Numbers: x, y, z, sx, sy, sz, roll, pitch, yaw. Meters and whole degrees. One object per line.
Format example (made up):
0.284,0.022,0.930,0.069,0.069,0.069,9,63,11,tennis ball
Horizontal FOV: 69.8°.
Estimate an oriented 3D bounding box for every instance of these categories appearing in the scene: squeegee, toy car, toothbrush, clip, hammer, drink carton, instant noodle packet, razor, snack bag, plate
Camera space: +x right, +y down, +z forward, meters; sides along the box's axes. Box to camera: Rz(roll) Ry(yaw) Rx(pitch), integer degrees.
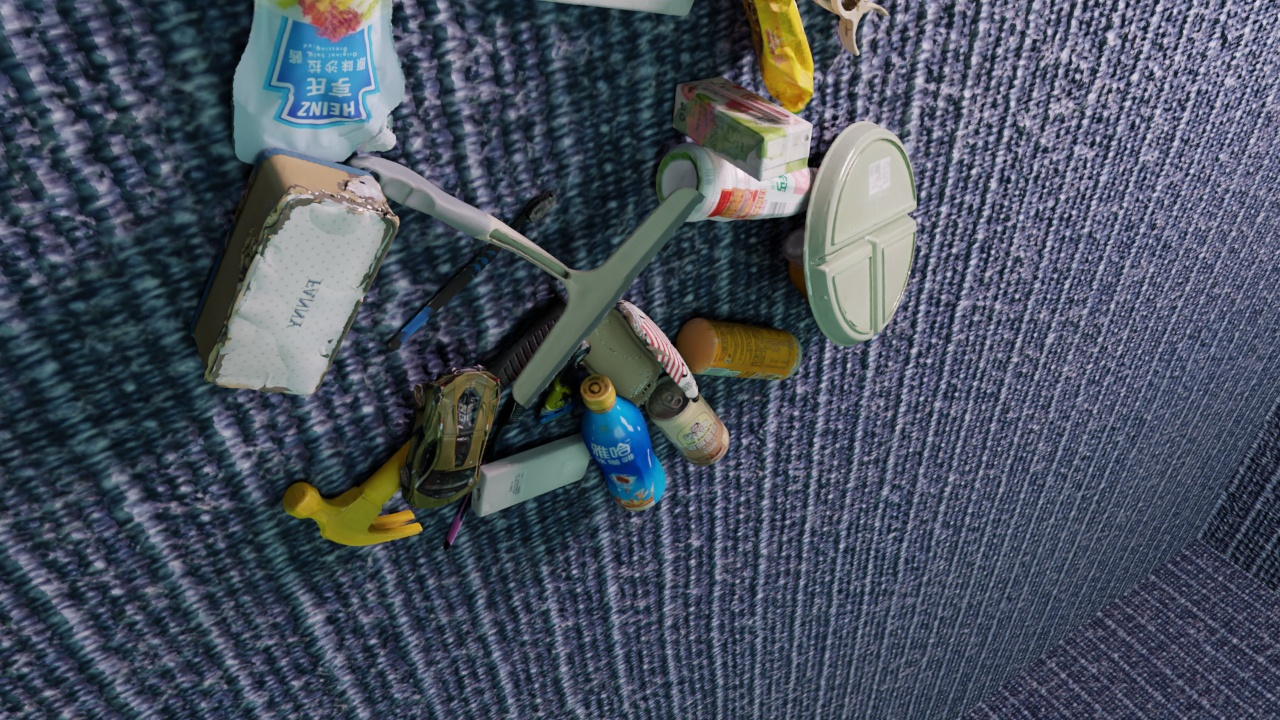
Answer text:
-0.119,-0.099,0.720,0.246,0.039,0.247,27,115,-34,squeegee
-0.163,0.070,0.788,0.070,0.042,0.158,-7,129,-35,toy car
-0.156,0.114,0.901,0.017,0.014,0.189,0,124,-51,toothbrush
0.183,-0.315,0.813,0.072,0.035,0.100,-55,147,11,clip
-0.170,0.054,0.823,0.300,0.033,0.129,-44,140,-1,hammer
0.082,-0.195,0.756,0.053,0.122,0.046,-20,132,-26,drink carton
0.105,-0.277,0.732,0.044,0.110,0.128,-12,145,17,instant noodle packet
-0.070,0.017,0.855,0.042,0.022,0.143,-27,162,-28,razor
-0.139,-0.073,0.757,0.189,0.016,0.014,-43,134,0,toothbrush
-0.199,-0.211,0.574,0.110,0.039,0.191,-17,134,-38,snack bag
0.232,-0.126,0.937,0.229,0.027,0.230,-17,111,-50,plate

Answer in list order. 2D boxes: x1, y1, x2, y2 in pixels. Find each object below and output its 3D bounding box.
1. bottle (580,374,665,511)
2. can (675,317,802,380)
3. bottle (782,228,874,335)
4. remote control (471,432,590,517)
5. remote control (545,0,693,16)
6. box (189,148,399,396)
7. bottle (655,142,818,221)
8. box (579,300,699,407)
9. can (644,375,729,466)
-0.021,0.082,0.925,0.065,0.065,0.219,-35,147,-12,bottle
0.107,-0.011,0.981,0.145,0.058,0.058,5,119,-42,can
0.210,-0.083,0.999,0.068,0.068,0.189,-50,140,5,bottle
-0.108,0.113,0.924,0.134,0.019,0.056,-17,134,-39,remote control
-0.019,-0.288,0.670,0.149,0.021,0.058,-8,128,-35,remote control
-0.244,-0.051,0.638,0.089,0.062,0.185,11,125,-44,box
0.105,-0.162,0.850,0.196,0.068,0.068,-8,128,-41,bottle
-0.006,0.005,0.888,0.086,0.075,0.162,-35,147,7,box
0.052,0.067,1.000,0.058,0.058,0.116,-42,140,-3,can
